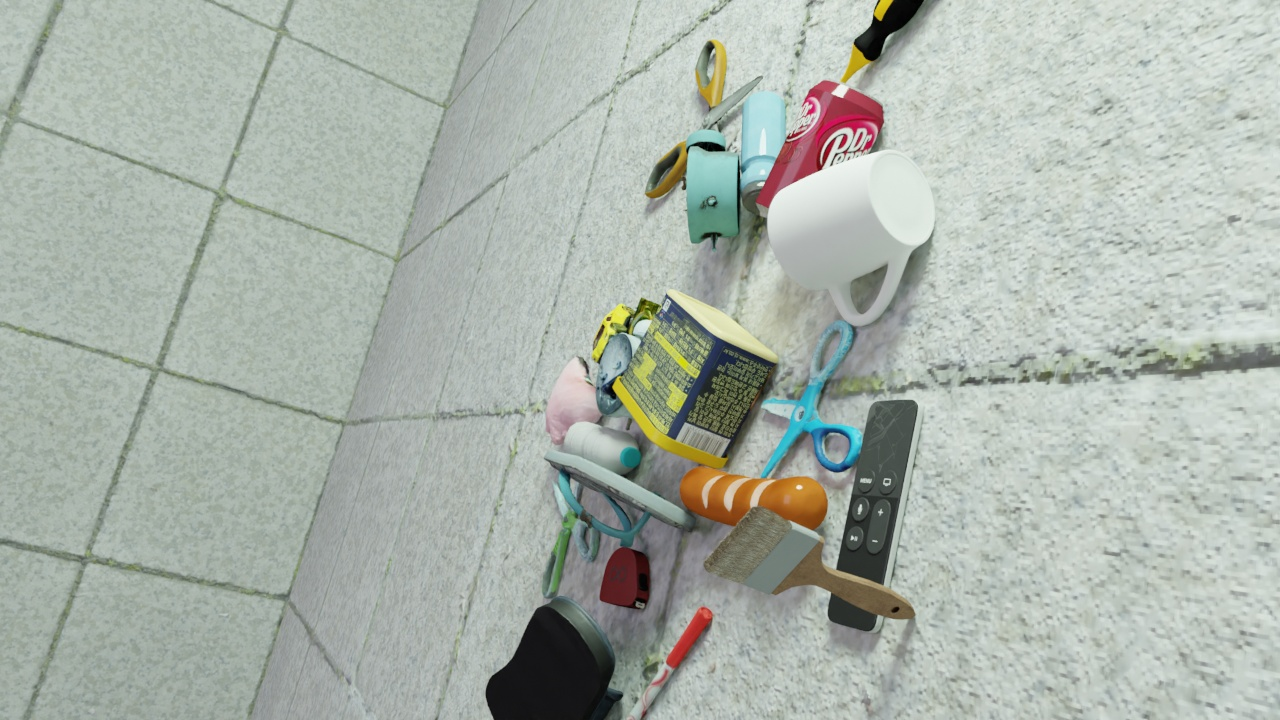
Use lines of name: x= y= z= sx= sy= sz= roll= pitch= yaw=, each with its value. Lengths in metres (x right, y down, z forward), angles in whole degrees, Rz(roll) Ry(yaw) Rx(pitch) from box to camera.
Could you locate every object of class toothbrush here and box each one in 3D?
toothbrush: x=0.185 y=-0.255 z=0.747 sx=0.197 sy=0.031 sz=0.031 roll=-55 pitch=53 yaw=39

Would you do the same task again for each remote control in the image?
remote control: x=0.148 y=0.095 z=0.579 sx=0.045 sy=0.008 sz=0.146 roll=-9 pitch=64 yaw=63

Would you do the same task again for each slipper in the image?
slipper: x=-0.041 y=0.125 z=0.840 sx=0.054 sy=0.098 sz=0.269 roll=-59 pitch=21 yaw=-10
slipper: x=-0.063 y=0.282 z=0.814 sx=0.109 sy=0.083 sz=0.266 roll=47 pitch=137 yaw=21

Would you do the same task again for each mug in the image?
mug: x=0.153 y=-0.083 z=0.640 sx=0.088 sy=0.080 sz=0.114 roll=-19 pitch=86 yaw=53

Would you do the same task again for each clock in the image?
clock: x=0.067 y=-0.163 z=0.859 sx=0.090 sy=0.053 sz=0.124 roll=82 pitch=-168 yaw=-47
clock: x=-0.005 y=0.005 z=0.902 sx=0.083 sy=0.057 sz=0.117 roll=-35 pitch=46 yaw=56

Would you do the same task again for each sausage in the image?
sausage: x=0.080 y=0.103 z=0.675 sx=0.039 sy=0.044 sz=0.164 roll=-34 pitch=12 yaw=-24

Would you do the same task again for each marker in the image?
marker: x=0.018 y=0.251 z=0.730 sx=0.142 sy=0.012 sz=0.012 roll=-61 pitch=26 yaw=21

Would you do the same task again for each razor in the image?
razor: x=0.024 y=-0.037 z=0.927 sx=0.106 sy=0.026 sz=0.042 roll=19 pitch=87 yaw=62

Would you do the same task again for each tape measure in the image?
tape measure: x=-0.010 y=0.195 z=0.825 sx=0.059 sy=0.019 sz=0.051 roll=-11 pitch=59 yaw=55

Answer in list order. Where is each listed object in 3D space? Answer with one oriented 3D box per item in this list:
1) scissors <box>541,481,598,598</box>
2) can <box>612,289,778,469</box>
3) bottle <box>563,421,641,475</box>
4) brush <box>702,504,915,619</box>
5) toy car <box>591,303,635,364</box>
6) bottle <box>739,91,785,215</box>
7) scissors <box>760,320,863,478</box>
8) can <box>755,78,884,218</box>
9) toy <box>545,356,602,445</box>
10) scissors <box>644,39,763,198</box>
scissors: x=-0.073 y=0.172 z=0.987 sx=0.166 sy=0.024 sz=0.171 roll=157 pitch=127 yaw=-66
can: x=0.045 y=0.012 z=0.783 sx=0.104 sy=0.075 sz=0.135 roll=-62 pitch=25 yaw=11
bottle: x=-0.036 y=0.089 z=0.928 sx=0.136 sy=0.044 sz=0.044 roll=5 pitch=76 yaw=65
brush: x=0.100 y=0.119 z=0.497 sx=0.045 sy=0.143 sz=0.008 roll=-51 pitch=30 yaw=18
toy car: x=-0.032 y=-0.029 z=0.995 sx=0.049 sy=0.030 sz=0.106 roll=-61 pitch=3 yaw=21
bottle: x=0.111 y=-0.185 z=0.831 sx=0.040 sy=0.040 sz=0.129 roll=-37 pitch=40 yaw=51
scissors: x=0.126 y=0.040 z=0.666 sx=0.134 sy=0.011 sz=0.140 roll=-59 pitch=26 yaw=18
can: x=0.140 y=-0.156 z=0.719 sx=0.114 sy=0.063 sz=0.063 roll=-65 pitch=25 yaw=12
toy: x=-0.076 y=0.052 z=1.032 sx=0.093 sy=0.050 sz=0.102 roll=-61 pitch=29 yaw=13
scissors: x=0.065 y=-0.259 z=1.015 sx=0.231 sy=0.016 sz=0.224 roll=-48 pitch=33 yaw=40
